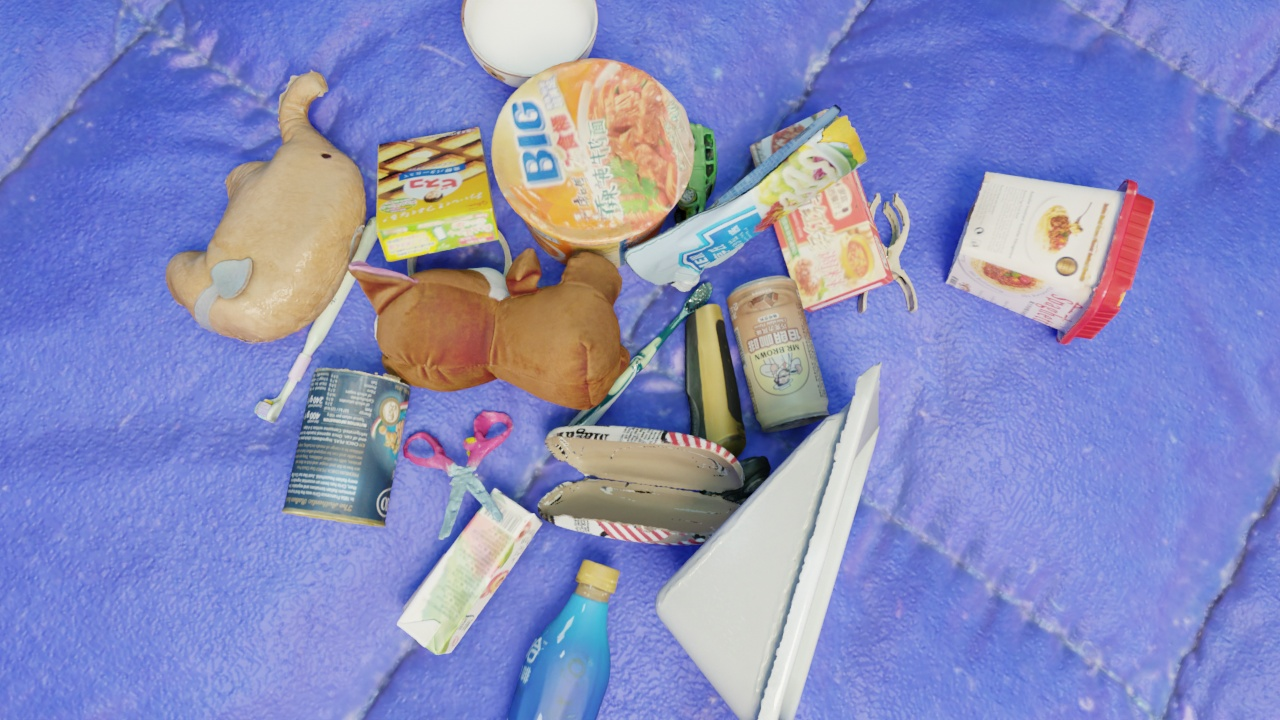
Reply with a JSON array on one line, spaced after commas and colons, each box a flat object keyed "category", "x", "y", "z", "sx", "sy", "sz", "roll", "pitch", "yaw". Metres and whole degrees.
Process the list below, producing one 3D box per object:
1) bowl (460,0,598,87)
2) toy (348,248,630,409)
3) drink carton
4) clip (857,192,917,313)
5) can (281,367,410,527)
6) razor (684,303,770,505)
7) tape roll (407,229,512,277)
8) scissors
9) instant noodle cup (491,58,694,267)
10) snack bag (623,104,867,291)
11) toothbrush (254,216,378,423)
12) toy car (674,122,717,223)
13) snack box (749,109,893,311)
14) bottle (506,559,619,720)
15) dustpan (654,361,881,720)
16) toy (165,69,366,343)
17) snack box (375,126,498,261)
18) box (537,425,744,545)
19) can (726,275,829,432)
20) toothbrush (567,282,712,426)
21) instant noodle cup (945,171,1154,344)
[{"category": "bowl", "x": -0.092, "y": -0.280, "z": 0.786, "sx": 0.113, "sy": 0.062, "sz": 0.113, "roll": 0, "pitch": 78, "yaw": -1}, {"category": "toy", "x": -0.110, "y": -0.028, "z": 0.694, "sx": 0.199, "sy": 0.140, "sz": 0.130, "roll": -2, "pitch": 40, "yaw": 3}, {"category": "drink carton", "x": -0.128, "y": 0.157, "z": 0.690, "sx": 0.045, "sy": 0.053, "sz": 0.122, "roll": 34, "pitch": 78, "yaw": 9}, {"category": "clip", "x": 0.206, "y": -0.088, "z": 0.768, "sx": 0.072, "sy": 0.035, "sz": 0.100, "roll": 0, "pitch": 82, "yaw": -3}, {"category": "can", "x": -0.221, "y": 0.066, "z": 0.696, "sx": 0.075, "sy": 0.075, "sz": 0.111, "roll": 8, "pitch": 77, "yaw": 0}, {"category": "razor", "x": 0.063, "y": 0.036, "z": 0.726, "sx": 0.068, "sy": 0.062, "sz": 0.167, "roll": -15, "pitch": 70, "yaw": 27}, {"category": "tape roll", "x": -0.150, "y": -0.079, "z": 0.763, "sx": 0.086, "sy": 0.014, "sz": 0.085, "roll": 0, "pitch": 77, "yaw": -2}, {"category": "scissors", "x": -0.142, "y": 0.084, "z": 0.693, "sx": 0.113, "sy": 0.017, "sz": 0.134, "roll": -1, "pitch": 38, "yaw": 8}, {"category": "instant noodle cup", "x": -0.037, "y": -0.145, "z": 0.731, "sx": 0.151, "sy": 0.111, "sz": 0.151, "roll": 0, "pitch": 77, "yaw": -2}, {"category": "snack bag", "x": 0.083, "y": -0.116, "z": 0.707, "sx": 0.191, "sy": 0.110, "sz": 0.039, "roll": -35, "pitch": 79, "yaw": 13}, {"category": "toothbrush", "x": -0.258, "y": -0.037, "z": 0.747, "sx": 0.020, "sy": 0.029, "sz": 0.189, "roll": 36, "pitch": 73, "yaw": -37}, {"category": "toy car", "x": 0.045, "y": -0.154, "z": 0.771, "sx": 0.036, "sy": 0.043, "sz": 0.091, "roll": 4, "pitch": 77, "yaw": -2}, {"category": "snack box", "x": 0.148, "y": -0.123, "z": 0.760, "sx": 0.075, "sy": 0.025, "sz": 0.152, "roll": -21, "pitch": 77, "yaw": 25}, {"category": "bottle", "x": -0.062, "y": 0.254, "z": 0.664, "sx": 0.065, "sy": 0.065, "sz": 0.218, "roll": 19, "pitch": 78, "yaw": 2}, {"category": "dustpan", "x": 0.119, "y": 0.162, "z": 0.619, "sx": 0.258, "sy": 0.222, "sz": 0.142, "roll": -44, "pitch": 70, "yaw": 0}, {"category": "toy", "x": -0.281, "y": -0.120, "z": 0.733, "sx": 0.143, "sy": 0.082, "sz": 0.225, "roll": 21, "pitch": 76, "yaw": 9}, {"category": "snack box", "x": -0.163, "y": -0.135, "z": 0.729, "sx": 0.087, "sy": 0.034, "sz": 0.140, "roll": -12, "pitch": 43, "yaw": -5}, {"category": "box", "x": -0.003, "y": 0.081, "z": 0.673, "sx": 0.163, "sy": 0.076, "sz": 0.088, "roll": 1, "pitch": 104, "yaw": 34}, {"category": "can", "x": 0.109, "y": -0.005, "z": 0.732, "sx": 0.058, "sy": 0.058, "sz": 0.116, "roll": -12, "pitch": 78, "yaw": -5}, {"category": "toothbrush", "x": -0.004, "y": 0.004, "z": 0.747, "sx": 0.016, "sy": 0.018, "sz": 0.191, "roll": 42, "pitch": 79, "yaw": 7}, {"category": "instant noodle cup", "x": 0.322, "y": -0.088, "z": 0.738, "sx": 0.124, "sy": 0.116, "sz": 0.116, "roll": 18, "pitch": 77, "yaw": 15}]
